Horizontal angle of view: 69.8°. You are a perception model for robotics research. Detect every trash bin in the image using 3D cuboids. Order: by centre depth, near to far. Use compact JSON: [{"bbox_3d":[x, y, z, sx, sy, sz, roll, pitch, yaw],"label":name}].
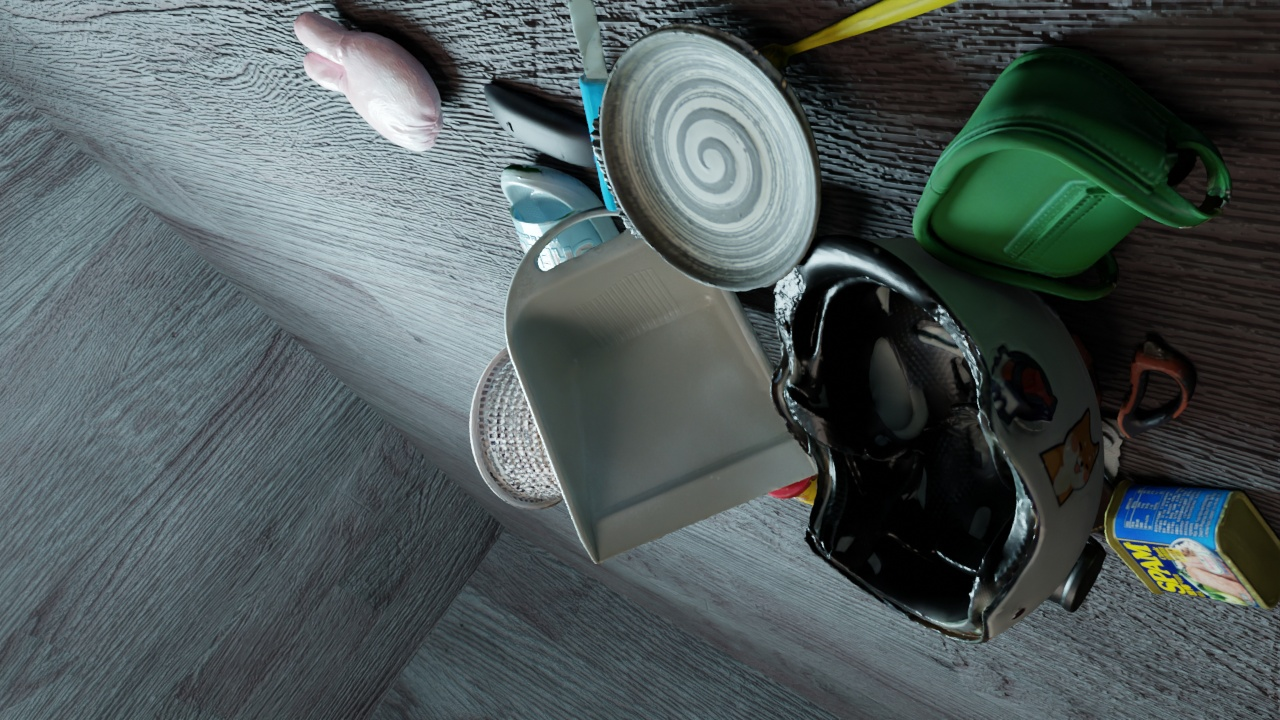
[{"bbox_3d":[-0.068,0.080,1.150,0.193,0.226,0.227,-2,140,41],"label":"trash bin"}]

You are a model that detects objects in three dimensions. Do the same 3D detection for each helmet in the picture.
[{"bbox_3d":[0.207,0.037,0.609,0.230,0.156,0.274,-2,103,67],"label":"helmet"}]

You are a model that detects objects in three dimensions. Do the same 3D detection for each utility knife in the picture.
[{"bbox_3d":[-0.028,-0.188,0.694,0.034,0.018,0.216,-8,150,4],"label":"utility knife"}]

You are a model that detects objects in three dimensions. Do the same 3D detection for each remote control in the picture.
[{"bbox_3d":[-0.081,-0.193,0.771,0.136,0.024,0.053,28,160,21],"label":"remote control"}]

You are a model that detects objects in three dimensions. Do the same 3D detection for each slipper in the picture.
[{"bbox_3d":[-0.064,-0.097,0.897,0.104,0.074,0.245,19,157,41],"label":"slipper"}]

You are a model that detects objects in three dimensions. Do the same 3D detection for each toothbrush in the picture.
[{"bbox_3d":[0.120,-0.178,0.485,0.015,0.016,0.190,47,158,-24],"label":"toothbrush"}]

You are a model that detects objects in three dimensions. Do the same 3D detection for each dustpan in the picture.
[{"bbox_3d":[-0.005,0.005,0.797,0.142,0.223,0.257,47,-158,-57],"label":"dustpan"}]

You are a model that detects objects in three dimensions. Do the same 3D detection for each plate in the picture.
[{"bbox_3d":[0.046,-0.131,0.598,0.179,0.024,0.180,29,139,30],"label":"plate"}]

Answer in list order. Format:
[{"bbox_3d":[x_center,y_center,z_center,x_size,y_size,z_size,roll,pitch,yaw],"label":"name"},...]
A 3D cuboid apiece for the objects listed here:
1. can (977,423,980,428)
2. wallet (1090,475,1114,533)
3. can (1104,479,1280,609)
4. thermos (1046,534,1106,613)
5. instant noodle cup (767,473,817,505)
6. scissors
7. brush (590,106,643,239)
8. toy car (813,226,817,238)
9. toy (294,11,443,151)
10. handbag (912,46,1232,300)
[{"bbox_3d":[0.282,0.075,0.750,0.147,0.057,0.058,45,159,-27],"label":"can"},{"bbox_3d":[0.310,0.102,0.719,0.097,0.020,0.122,-33,118,29],"label":"wallet"},{"bbox_3d":[0.412,0.136,0.681,0.102,0.057,0.083,43,157,-22],"label":"can"},{"bbox_3d":[0.298,0.140,0.850,0.243,0.089,0.068,28,126,36],"label":"thermos"},{"bbox_3d":[0.151,0.089,0.938,0.116,0.116,0.123,20,167,37],"label":"instant noodle cup"},{"bbox_3d":[0.325,0.040,0.663,0.204,0.015,0.203,38,161,-10],"label":"scissors"},{"bbox_3d":[0.013,-0.136,0.701,0.073,0.055,0.144,26,158,29],"label":"brush"},{"bbox_3d":[0.113,-0.088,0.682,0.042,0.035,0.090,29,161,21],"label":"toy car"},{"bbox_3d":[-0.249,-0.259,0.848,0.159,0.054,0.121,33,154,5],"label":"toy"},{"bbox_3d":[0.213,-0.085,0.470,0.120,0.067,0.131,31,161,10],"label":"handbag"}]
